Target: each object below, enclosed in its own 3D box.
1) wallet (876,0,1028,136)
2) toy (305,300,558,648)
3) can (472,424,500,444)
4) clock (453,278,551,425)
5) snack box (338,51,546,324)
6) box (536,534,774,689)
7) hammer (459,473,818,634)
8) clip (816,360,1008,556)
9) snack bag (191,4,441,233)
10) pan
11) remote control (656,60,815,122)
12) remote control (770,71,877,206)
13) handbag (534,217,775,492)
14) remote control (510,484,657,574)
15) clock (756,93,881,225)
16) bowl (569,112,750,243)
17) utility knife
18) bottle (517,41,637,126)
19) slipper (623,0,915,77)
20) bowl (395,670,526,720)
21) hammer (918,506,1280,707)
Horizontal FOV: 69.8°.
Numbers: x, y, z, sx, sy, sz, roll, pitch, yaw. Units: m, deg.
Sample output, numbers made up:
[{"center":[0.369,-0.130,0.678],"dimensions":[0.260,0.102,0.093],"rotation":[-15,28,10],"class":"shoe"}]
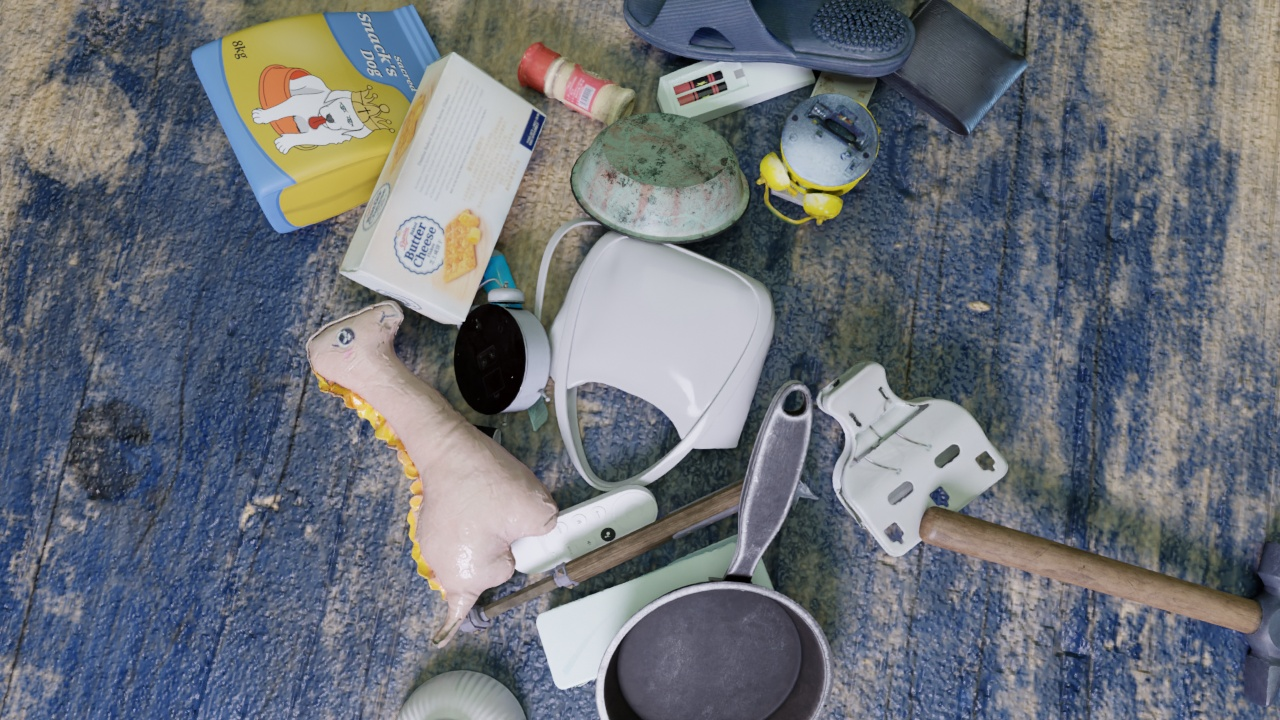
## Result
[{"center":[0.279,-0.270,0.832],"dimensions":[0.115,0.026,0.089],"rotation":[39,84,8],"class":"wallet"},{"center":[-0.195,0.084,0.761],"dimensions":[0.264,0.065,0.196],"rotation":[38,85,7],"class":"toy"},{"center":[-0.166,0.070,0.808],"dimensions":[0.080,0.031,0.031],"rotation":[8,82,5],"class":"can"},{"center":[-0.122,-0.011,0.794],"dimensions":[0.095,0.035,0.122],"rotation":[-29,70,38],"class":"clock"},{"center":[-0.169,-0.147,0.796],"dimensions":[0.104,0.058,0.207],"rotation":[27,77,-36],"class":"snack box"},{"center":[0.014,0.209,0.768],"dimensions":[0.199,0.066,0.083],"rotation":[-22,100,2],"class":"box"},{"center":[-0.016,0.154,0.753],"dimensions":[0.317,0.147,0.028],"rotation":[-27,64,10],"class":"hammer"},{"center":[0.210,0.071,0.773],"dimensions":[0.126,0.097,0.152],"rotation":[-38,77,-4],"class":"clip"},{"center":[-0.270,-0.230,0.834],"dimensions":[0.205,0.102,0.159],"rotation":[-26,80,-15],"class":"snack bag"},{"center":[0.073,0.174,0.695],"dimensions":[0.187,0.055,0.357],"rotation":[8,108,-8],"class":"pan"},{"center":[0.085,-0.258,0.844],"dimensions":[0.143,0.024,0.049],"rotation":[-19,81,1],"class":"remote control"},{"center":[0.167,-0.205,0.837],"dimensions":[0.050,0.011,0.135],"rotation":[23,84,7],"class":"remote control"},{"center":[-0.004,0.005,0.799],"dimensions":[0.216,0.095,0.223],"rotation":[24,96,8],"class":"handbag"},{"center":[-0.050,0.145,0.788],"dimensions":[0.136,0.013,0.043],"rotation":[-22,107,3],"class":"remote control"},{"center":[0.154,-0.173,0.797],"dimensions":[0.083,0.057,0.118],"rotation":[36,87,7],"class":"clock"},{"center":[0.020,-0.165,0.786],"dimensions":[0.157,0.039,0.157],"rotation":[3,48,-4],"class":"bowl"},{"center":[-0.115,-0.023,0.827],"dimensions":[0.031,0.015,0.178],"rotation":[-18,79,4],"class":"utility knife"},{"center":[-0.058,-0.251,0.844],"dimensions":[0.109,0.044,0.044],"rotation":[28,84,7],"class":"bottle"},{"center":[0.113,-0.320,0.808],"dimensions":[0.264,0.083,0.101],"rotation":[14,63,11],"class":"slipper"},{"center":[-0.154,0.321,0.754],"dimensions":[0.118,0.062,0.118],"rotation":[-1,82,4],"class":"bowl"},{"center":[0.377,0.174,0.731],"dimensions":[0.322,0.040,0.129],"rotation":[16,87,-3],"class":"hammer"}]
